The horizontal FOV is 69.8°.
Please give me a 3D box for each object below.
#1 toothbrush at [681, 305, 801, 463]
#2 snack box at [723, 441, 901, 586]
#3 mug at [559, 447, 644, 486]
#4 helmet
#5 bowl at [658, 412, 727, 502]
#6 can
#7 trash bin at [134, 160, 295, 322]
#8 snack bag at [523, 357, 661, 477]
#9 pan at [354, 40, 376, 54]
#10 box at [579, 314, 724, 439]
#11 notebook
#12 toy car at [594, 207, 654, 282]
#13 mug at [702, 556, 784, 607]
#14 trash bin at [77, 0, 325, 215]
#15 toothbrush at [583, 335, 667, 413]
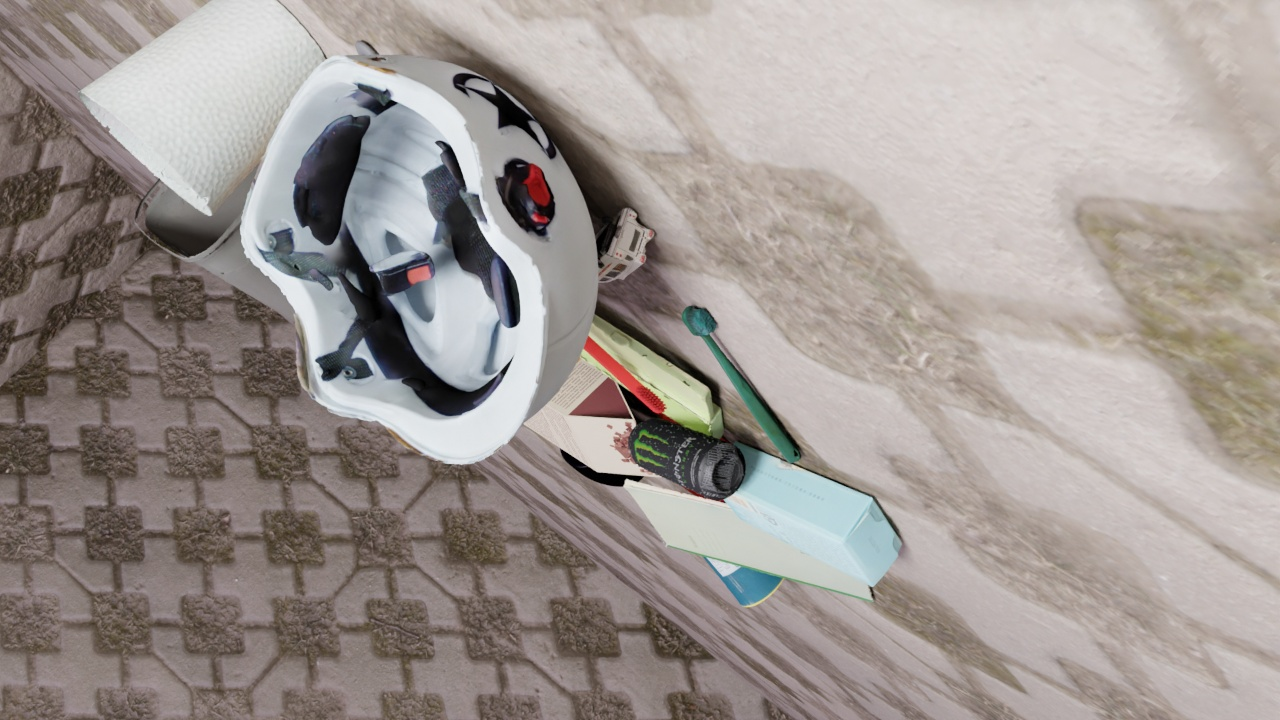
[{"bbox_3d":[0.086,0.023,0.732,0.017,0.016,0.190,13,150,48],"label":"toothbrush"},{"bbox_3d":[0.145,0.136,0.834,0.175,0.053,0.075,21,155,51],"label":"snack box"},{"bbox_3d":[-0.021,0.107,1.094,0.119,0.084,0.100,-8,148,29],"label":"mug"},{"bbox_3d":[-0.124,-0.072,0.620,0.237,0.163,0.264,-42,80,38],"label":"helmet"},{"bbox_3d":[0.059,0.108,0.960,0.130,0.045,0.131,36,164,12],"label":"bowl"},{"bbox_3d":[0.041,0.090,0.858,0.054,0.054,0.138,48,163,-28],"label":"can"},{"bbox_3d":[-0.415,-0.150,1.078,0.197,0.197,0.220,27,166,37],"label":"trash bin"},{"bbox_3d":[-0.061,0.056,1.006,0.206,0.069,0.094,27,152,42],"label":"snack bag"},{"bbox_3d":[-0.173,-0.143,0.840,0.216,0.024,0.355,30,161,30],"label":"pan"},{"bbox_3d":[-0.005,0.005,0.861,0.187,0.024,0.137,33,168,22],"label":"box"},{"bbox_3d":[0.120,0.197,0.995,0.253,0.010,0.182,10,152,26],"label":"notebook"},{"bbox_3d":[-0.021,-0.076,0.672,0.039,0.039,0.113,21,167,-12],"label":"toy car"},{"bbox_3d":[0.112,0.233,1.127,0.121,0.078,0.078,47,163,-10],"label":"mug"},{"bbox_3d":[-0.358,-0.227,0.779,0.133,0.161,0.133,36,163,12],"label":"trash bin"},{"bbox_3d":[-0.054,-0.022,0.827,0.212,0.012,0.018,42,167,-13],"label":"toothbrush"}]
